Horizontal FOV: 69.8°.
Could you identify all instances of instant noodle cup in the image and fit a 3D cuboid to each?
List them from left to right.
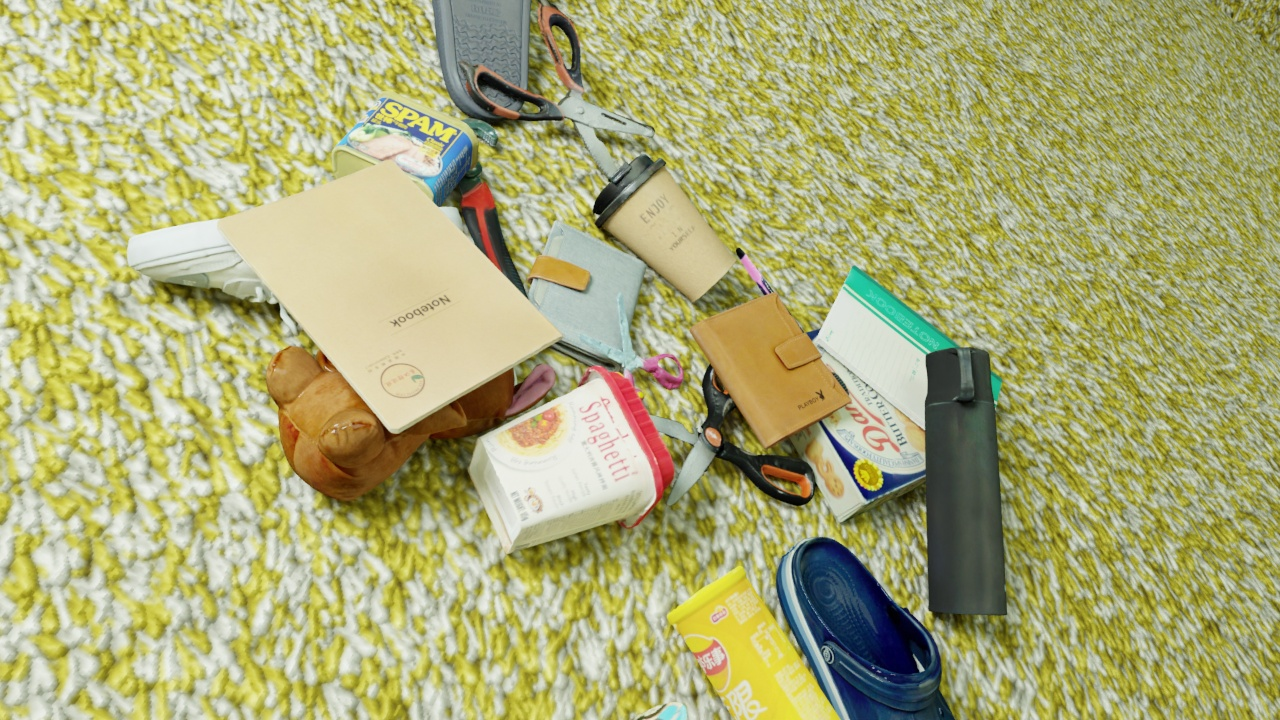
[{"bbox_3d":[-0.057,0.082,0.702,0.124,0.117,0.116,-21,71,-26],"label":"instant noodle cup"},{"bbox_3d":[0.020,0.307,0.599,0.111,0.111,0.120,-34,88,-41],"label":"instant noodle cup"}]

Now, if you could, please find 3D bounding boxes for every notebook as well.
[{"bbox_3d":[-0.175,-0.056,0.648,0.147,0.008,0.207,-32,69,-36],"label":"notebook"},{"bbox_3d":[0.284,0.002,0.954,0.209,0.012,0.150,38,45,-2],"label":"notebook"}]

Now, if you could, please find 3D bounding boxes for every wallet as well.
[{"bbox_3d":[-0.052,-0.063,0.845,0.106,0.037,0.129,26,51,-15],"label":"wallet"},{"bbox_3d":[0.120,0.006,0.848,0.107,0.031,0.131,-22,73,-30],"label":"wallet"}]

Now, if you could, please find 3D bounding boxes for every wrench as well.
[{"bbox_3d":[-0.138,-0.124,0.836,0.056,0.016,0.273,-5,57,-21],"label":"wrench"}]

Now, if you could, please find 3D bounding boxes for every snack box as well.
[{"bbox_3d":[0.223,0.050,0.923,0.182,0.046,0.178,-15,67,-37],"label":"snack box"}]

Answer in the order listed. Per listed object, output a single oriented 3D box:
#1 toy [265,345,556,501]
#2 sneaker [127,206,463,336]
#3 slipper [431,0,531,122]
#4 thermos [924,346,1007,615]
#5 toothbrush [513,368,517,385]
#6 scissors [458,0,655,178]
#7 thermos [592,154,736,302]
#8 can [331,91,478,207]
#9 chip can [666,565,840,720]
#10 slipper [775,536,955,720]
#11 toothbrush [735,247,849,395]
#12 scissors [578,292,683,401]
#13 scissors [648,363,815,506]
[{"bbox_3d":[-0.168,0.016,0.678,0.140,0.131,0.199,37,36,31],"label":"toy"},{"bbox_3d":[-0.255,-0.065,0.706,0.242,0.090,0.091,-6,94,-20],"label":"sneaker"},{"bbox_3d":[-0.176,-0.366,0.956,0.110,0.083,0.268,3,77,-31],"label":"slipper"},{"bbox_3d":[0.296,0.110,0.847,0.068,0.090,0.242,-3,78,17],"label":"thermos"},{"bbox_3d":[-0.142,-0.053,0.800,0.017,0.016,0.187,-12,66,-26],"label":"toothbrush"},{"bbox_3d":[-0.080,-0.267,0.940,0.188,0.015,0.223,-30,97,-32],"label":"scissors"},{"bbox_3d":[0.024,-0.129,0.903,0.143,0.093,0.092,46,48,-5],"label":"thermos"},{"bbox_3d":[-0.207,-0.179,0.810,0.102,0.057,0.083,24,54,3],"label":"can"},{"bbox_3d":[0.107,0.264,0.694,0.071,0.072,0.213,-24,74,-39],"label":"chip can"},{"bbox_3d":[0.203,0.253,0.745,0.105,0.095,0.252,-11,62,-32],"label":"slipper"},{"bbox_3d":[0.148,-0.038,0.902,0.017,0.014,0.189,-12,63,-47],"label":"toothbrush"},{"bbox_3d":[-0.004,0.005,0.819,0.134,0.017,0.133,-3,83,-45],"label":"scissors"},{"bbox_3d":[0.078,0.068,0.816,0.232,0.022,0.220,35,38,-18],"label":"scissors"}]
